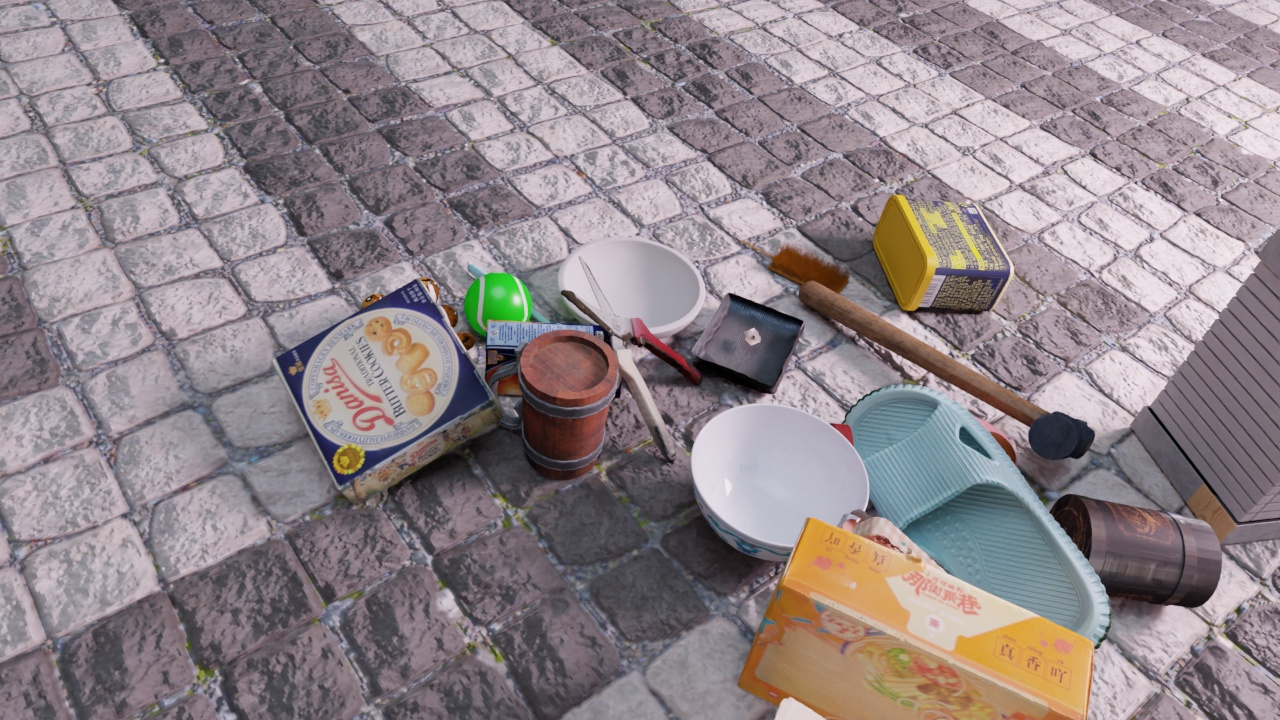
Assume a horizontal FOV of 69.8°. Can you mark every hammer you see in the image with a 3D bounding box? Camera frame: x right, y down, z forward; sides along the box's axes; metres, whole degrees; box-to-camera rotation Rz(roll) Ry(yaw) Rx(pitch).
[{"bbox_3d":[0.290,0.000,0.910,0.322,0.040,0.129,34,17,31],"label":"hammer"}]

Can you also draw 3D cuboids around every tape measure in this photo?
[{"bbox_3d":[0.173,0.079,0.818,0.019,0.051,0.058,6,45,-4],"label":"tape measure"}]

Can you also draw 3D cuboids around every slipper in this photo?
[{"bbox_3d":[0.264,0.122,0.752,0.116,0.069,0.276,-42,57,12],"label":"slipper"}]

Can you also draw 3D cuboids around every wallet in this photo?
[{"bbox_3d":[0.109,-0.017,0.921,0.089,0.026,0.114,22,46,12],"label":"wallet"}]

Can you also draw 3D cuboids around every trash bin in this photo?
[{"bbox_3d":[0.586,0.026,0.798,0.142,0.247,0.142,-3,46,-13],"label":"trash bin"}]

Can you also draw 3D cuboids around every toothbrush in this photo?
[{"bbox_3d":[-0.115,-0.050,0.926,0.181,0.016,0.016,37,60,25],"label":"toothbrush"}]

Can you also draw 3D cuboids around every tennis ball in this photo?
[{"bbox_3d":[-0.138,-0.053,0.890,0.065,0.065,0.065,5,45,-5],"label":"tennis ball"}]

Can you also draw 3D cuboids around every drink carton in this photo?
[{"bbox_3d":[-0.078,-0.001,0.848,0.130,0.064,0.040,3,45,-8],"label":"drink carton"}]

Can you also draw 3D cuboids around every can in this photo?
[{"bbox_3d":[0.336,-0.119,1.027,0.104,0.075,0.135,2,45,-11],"label":"can"}]

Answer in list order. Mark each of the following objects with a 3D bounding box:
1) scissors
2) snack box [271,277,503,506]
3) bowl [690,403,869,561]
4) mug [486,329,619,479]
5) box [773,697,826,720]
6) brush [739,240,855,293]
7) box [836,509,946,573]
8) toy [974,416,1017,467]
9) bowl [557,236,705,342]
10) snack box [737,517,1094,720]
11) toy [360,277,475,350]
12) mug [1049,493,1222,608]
[{"bbox_3d":[0.000,0.003,0.821,0.198,0.015,0.179,13,63,-51],"label":"scissors"},{"bbox_3d":[-0.213,0.024,0.774,0.145,0.043,0.144,-32,64,-10],"label":"snack box"},{"bbox_3d":[0.107,0.113,0.757,0.144,0.074,0.143,5,45,-5],"label":"bowl"},{"bbox_3d":[-0.079,0.034,0.780,0.117,0.111,0.081,23,46,14],"label":"mug"},{"bbox_3d":[0.110,0.273,0.522,0.143,0.181,0.080,27,46,8],"label":"box"},{"bbox_3d":[0.171,-0.111,1.031,0.126,0.017,0.048,30,48,20],"label":"brush"},{"bbox_3d":[0.225,0.177,0.678,0.187,0.057,0.067,41,24,-7],"label":"box"},{"bbox_3d":[0.287,0.079,0.836,0.110,0.051,0.089,39,49,25],"label":"toy"},{"bbox_3d":[-0.011,-0.064,0.937,0.149,0.043,0.149,4,45,-5],"label":"bowl"},{"bbox_3d":[0.181,0.203,0.629,0.195,0.145,0.080,23,46,13],"label":"snack box"},{"bbox_3d":[-0.202,-0.022,0.851,0.087,0.067,0.112,-25,41,-25],"label":"toy"},{"bbox_3d":[0.403,0.153,0.774,0.107,0.080,0.115,9,18,-1],"label":"mug"}]
